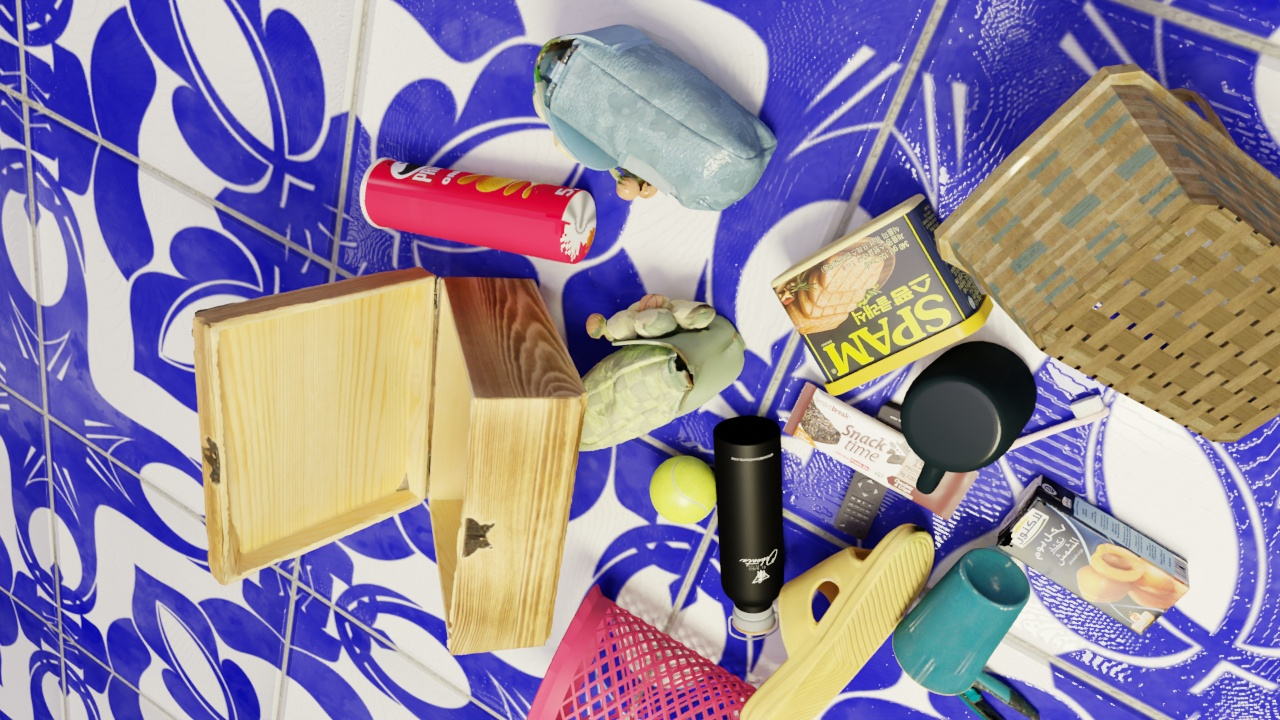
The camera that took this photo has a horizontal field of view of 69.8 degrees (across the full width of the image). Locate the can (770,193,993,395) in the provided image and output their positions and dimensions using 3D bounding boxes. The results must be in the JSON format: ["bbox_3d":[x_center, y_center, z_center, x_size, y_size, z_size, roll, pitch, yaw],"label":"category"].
[{"bbox_3d":[0.186,-0.051,0.719,0.136,0.075,0.104,-29,93,34],"label":"can"}]

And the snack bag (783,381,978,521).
[{"bbox_3d":[0.202,0.077,0.782,0.158,0.013,0.057,29,121,14],"label":"snack bag"}]

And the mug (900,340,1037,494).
[{"bbox_3d":[0.244,0.052,0.710,0.085,0.094,0.122,30,118,24],"label":"mug"}]

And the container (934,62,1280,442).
[{"bbox_3d":[0.319,-0.077,0.587,0.249,0.186,0.158,22,129,-26],"label":"container"}]

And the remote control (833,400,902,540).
[{"bbox_3d":[0.206,0.099,0.808,0.032,0.015,0.137,24,121,17],"label":"remote control"}]

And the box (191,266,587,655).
[{"bbox_3d":[-0.243,0.077,0.851,0.315,0.281,0.280,0,119,-16],"label":"box"}]

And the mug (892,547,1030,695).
[{"bbox_3d":[0.271,0.216,0.769,0.078,0.077,0.122,29,133,14],"label":"mug"}]

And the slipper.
[{"bbox_3d":[0.169,0.239,0.840,0.264,0.099,0.078,-59,43,19],"label":"slipper"}]

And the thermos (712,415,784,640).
[{"bbox_3d":[0.104,0.169,0.866,0.061,0.061,0.231,6,114,26],"label":"thermos"}]

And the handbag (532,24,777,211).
[{"bbox_3d":[0.005,-0.184,0.732,0.192,0.121,0.119,37,123,3],"label":"handbag"}]

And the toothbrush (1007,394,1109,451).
[{"bbox_3d":[0.290,0.071,0.752,0.182,0.015,0.018,-30,89,34],"label":"toothbrush"}]

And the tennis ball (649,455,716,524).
[{"bbox_3d":[0.041,0.124,0.876,0.065,0.065,0.065,11,116,23],"label":"tennis ball"}]

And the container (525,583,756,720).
[{"bbox_3d":[0.017,0.364,0.943,0.226,0.182,0.184,23,121,9],"label":"container"}]

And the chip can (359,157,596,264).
[{"bbox_3d":[-0.153,-0.142,0.861,0.221,0.069,0.069,13,117,22],"label":"chip can"}]

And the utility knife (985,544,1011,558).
[{"bbox_3d":[0.303,0.235,0.822,0.022,0.015,0.180,15,121,22],"label":"utility knife"}]

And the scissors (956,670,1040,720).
[{"bbox_3d":[0.294,0.296,0.838,0.128,0.019,0.140,-3,116,21],"label":"scissors"}]

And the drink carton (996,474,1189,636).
[{"bbox_3d":[0.360,0.155,0.737,0.130,0.040,0.064,32,122,12],"label":"drink carton"}]

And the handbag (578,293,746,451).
[{"bbox_3d":[-0.005,0.005,0.824,0.187,0.113,0.117,-25,91,34],"label":"handbag"}]
